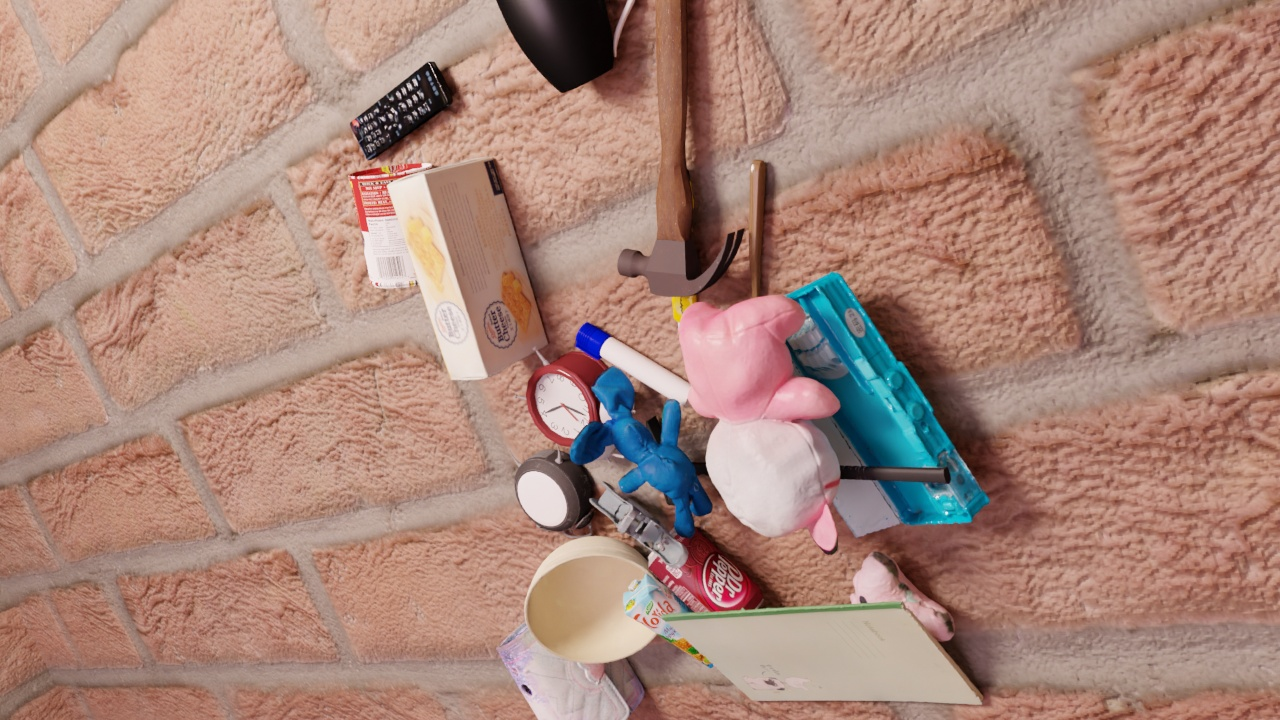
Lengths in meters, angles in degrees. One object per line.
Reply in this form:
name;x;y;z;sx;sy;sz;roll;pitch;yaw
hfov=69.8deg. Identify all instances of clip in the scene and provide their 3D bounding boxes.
clip;-0.021;0.149;0.908;0.107;0.028;0.163;36;175;-20

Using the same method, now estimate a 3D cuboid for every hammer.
hammer;0.125;0.093;0.824;0.326;0.015;0.095;-6;107;48
hammer;0.029;-0.213;0.779;0.115;0.033;0.323;9;110;30

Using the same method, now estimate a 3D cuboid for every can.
can;0.066;0.222;0.934;0.114;0.063;0.063;41;127;12
can;-0.254;-0.143;0.972;0.087;0.086;0.116;6;113;31

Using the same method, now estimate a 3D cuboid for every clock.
clock;-0.097;0.151;1.023;0.091;0.043;0.123;-12;103;36
clock;-0.061;0.047;0.951;0.137;0.048;0.096;37;126;16

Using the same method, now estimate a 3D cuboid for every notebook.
notebook;0.167;0.281;0.872;0.253;0.010;0.182;-15;130;37

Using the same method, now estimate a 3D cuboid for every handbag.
handbag;-0.078;0.359;1.048;0.069;0.126;0.158;-33;88;36

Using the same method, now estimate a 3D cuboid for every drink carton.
drink carton;0.039;0.270;0.952;0.129;0.038;0.044;38;109;-21

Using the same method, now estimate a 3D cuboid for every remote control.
remote control;-0.249;-0.260;0.962;0.151;0.022;0.047;-18;100;39

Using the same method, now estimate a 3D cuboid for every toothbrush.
toothbrush;0.100;-0.092;0.806;0.016;0.016;0.167;12;117;28

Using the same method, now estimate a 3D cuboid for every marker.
marker;-0.005;0.005;0.912;0.133;0.023;0.027;31;121;19

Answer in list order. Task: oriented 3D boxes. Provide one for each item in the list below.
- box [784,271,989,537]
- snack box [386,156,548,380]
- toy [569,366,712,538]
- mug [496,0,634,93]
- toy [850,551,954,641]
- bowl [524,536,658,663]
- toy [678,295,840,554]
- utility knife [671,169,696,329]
box;0.170;0.049;0.796;0.227;0.056;0.186;56;146;-3
snack box;-0.171;-0.093;0.928;0.058;0.104;0.208;-6;106;35
toy;0.002;0.095;0.870;0.176;0.112;0.071;49;151;-1
mug;-0.052;-0.295;0.787;0.119;0.084;0.100;-23;111;8
toy;0.226;0.227;0.839;0.099;0.052;0.096;44;139;9
bowl;-0.050;0.247;0.998;0.150;0.075;0.151;-2;118;-4
toy;0.096;0.053;0.759;0.142;0.084;0.213;-1;109;52
utility knife;0.039;-0.095;0.847;0.030;0.017;0.163;14;120;40
